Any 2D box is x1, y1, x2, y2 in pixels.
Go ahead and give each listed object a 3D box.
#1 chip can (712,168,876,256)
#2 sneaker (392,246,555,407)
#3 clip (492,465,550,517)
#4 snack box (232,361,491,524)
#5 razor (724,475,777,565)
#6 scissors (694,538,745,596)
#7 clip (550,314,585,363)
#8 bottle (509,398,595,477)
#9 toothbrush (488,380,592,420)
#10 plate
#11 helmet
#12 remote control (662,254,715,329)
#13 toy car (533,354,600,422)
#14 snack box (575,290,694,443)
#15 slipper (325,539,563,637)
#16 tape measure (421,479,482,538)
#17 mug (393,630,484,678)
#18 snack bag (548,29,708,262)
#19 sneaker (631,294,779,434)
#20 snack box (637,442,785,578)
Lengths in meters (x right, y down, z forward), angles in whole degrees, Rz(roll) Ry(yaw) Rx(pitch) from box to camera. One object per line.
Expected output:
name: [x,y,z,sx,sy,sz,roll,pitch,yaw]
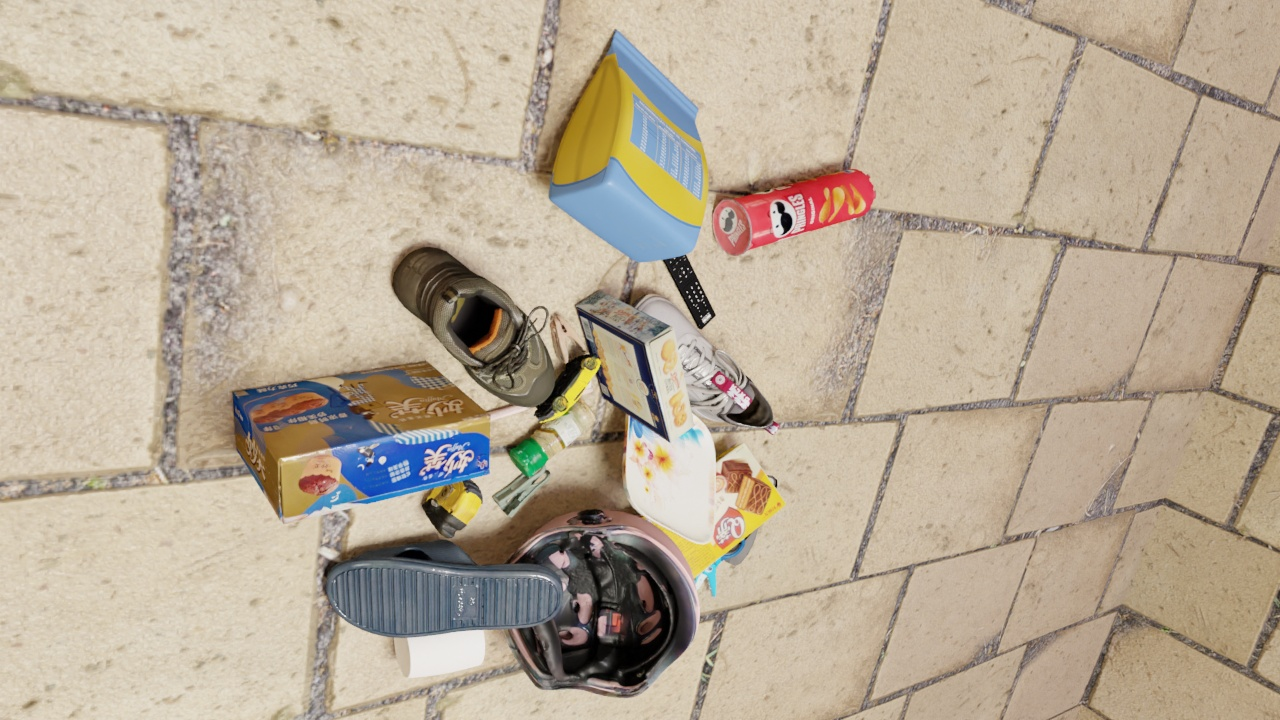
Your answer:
chip can: [0.206,-0.198,1.205,0.232,0.073,0.073,-20,121,-31]
sneaker: [-0.141,-0.020,0.964,0.101,0.143,0.238,-51,133,-9]
clip: [-0.147,0.152,1.123,0.078,0.023,0.049,-50,133,-6]
snack box: [-0.271,0.072,0.896,0.202,0.155,0.069,-11,117,-35]
razor: [0.160,0.241,1.392,0.060,0.057,0.156,-36,144,-57]
scissors: [0.115,0.308,1.388,0.114,0.013,0.140,-13,118,-3]
clip: [-0.093,-0.023,1.084,0.039,0.024,0.060,-47,122,-15]
bottle: [-0.106,0.093,1.114,0.111,0.043,0.043,-39,130,-18]
toothbrush: [-0.133,0.050,1.091,0.180,0.016,0.018,-17,113,-33]
plate: [0.037,0.136,1.193,0.187,0.016,0.186,35,45,-39]
helmet: [-0.044,0.288,1.143,0.256,0.152,0.230,-20,98,17]
remote control: [0.063,-0.096,1.179,0.030,0.009,0.140,-44,133,-14]
toy car: [-0.087,0.033,1.084,0.030,0.049,0.106,48,64,-25]
snack box: [-0.006,0.006,1.082,0.042,0.145,0.144,-32,127,-24]
slipper: [-0.222,0.258,1.059,0.263,0.082,0.101,4,108,-10]
tape measure: [-0.214,0.160,1.044,0.064,0.065,0.037,-47,128,-4]
mug: [-0.247,0.344,1.106,0.087,0.081,0.114,-6,145,-30]
snack bag: [0.000,-0.234,1.010,0.159,0.102,0.205,31,64,-43]
sneaker: [0.079,0.015,1.167,0.096,0.129,0.263,-54,130,-9]
snack box: [0.081,0.224,1.275,0.229,0.062,0.110,-33,87,-22]
